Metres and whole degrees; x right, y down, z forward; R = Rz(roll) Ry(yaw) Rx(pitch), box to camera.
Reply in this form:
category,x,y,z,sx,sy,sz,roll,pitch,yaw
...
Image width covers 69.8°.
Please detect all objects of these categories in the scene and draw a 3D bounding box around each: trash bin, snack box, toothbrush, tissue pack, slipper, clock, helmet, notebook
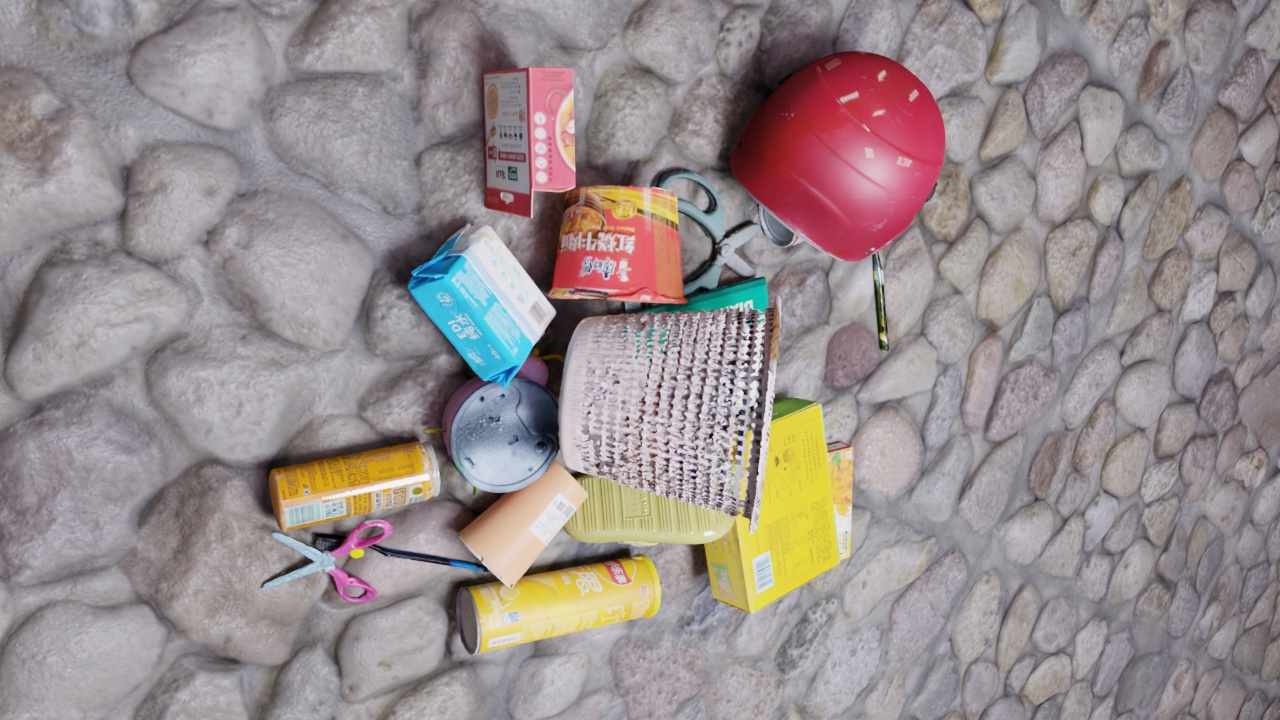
category,x,y,z,sx,sy,sz,roll,pitch,yaw
trash bin,0.029,0.041,0.882,0.192,0.227,0.227,6,102,7
snack box,-0.102,-0.198,0.832,0.044,0.113,0.127,-8,107,-29
toothbrush,0.300,-0.098,1.142,0.012,0.017,0.186,-23,113,-31
snack box,0.233,0.186,1.174,0.077,0.027,0.156,-10,108,-26
tissue pack,-0.147,-0.051,0.857,0.140,0.063,0.089,53,41,-24
snack box,0.148,0.164,1.069,0.157,0.070,0.210,-18,104,-35
slipper,0.007,0.160,0.999,0.190,0.082,0.091,-3,70,2
clock,-0.127,0.056,0.918,0.158,0.060,0.117,-37,117,-14
helmet,0.230,-0.236,0.952,0.207,0.144,0.239,40,64,0
notebook,0.059,0.001,1.020,0.208,0.012,0.150,-17,112,-25
toothbrush,-0.235,0.197,0.920,0.189,0.014,0.016,20,94,-33

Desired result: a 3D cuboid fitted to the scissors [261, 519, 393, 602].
category,x,y,z,sx,sy,sz,roll,pitch,yaw
scissors,-0.293,0.195,0.874,0.133,0.017,0.135,-23,129,-6

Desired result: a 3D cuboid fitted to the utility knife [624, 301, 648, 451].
category,x,y,z,sx,sy,sz,roll,pitch,yaw
utility knife,-0.006,0.006,1.002,0.030,0.022,0.213,-13,105,-30

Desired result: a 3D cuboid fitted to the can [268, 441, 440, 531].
category,x,y,z,sx,sy,sz,roll,pitch,yaw
can,-0.265,0.115,0.855,0.145,0.058,0.058,-9,107,-27

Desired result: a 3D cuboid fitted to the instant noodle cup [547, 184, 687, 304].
category,x,y,z,sx,sy,sz,roll,pitch,yaw
instant noodle cup,-0.020,-0.111,0.898,0.137,0.138,0.108,0,94,-30

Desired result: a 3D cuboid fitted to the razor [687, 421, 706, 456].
category,x,y,z,sx,sy,sz,roll,pitch,yaw
razor,0.036,0.126,1.050,0.142,0.022,0.042,-50,119,-9

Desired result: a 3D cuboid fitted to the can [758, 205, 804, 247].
category,x,y,z,sx,sy,sz,roll,pitch,yaw
can,0.190,-0.171,1.031,0.093,0.066,0.066,-22,113,-23

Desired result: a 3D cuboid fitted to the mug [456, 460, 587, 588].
category,x,y,z,sx,sy,sz,roll,pitch,yaw
mug,-0.116,0.161,0.938,0.122,0.078,0.078,-45,120,-11

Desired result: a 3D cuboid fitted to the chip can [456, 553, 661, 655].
category,x,y,z,sx,sy,sz,roll,pitch,yaw
chip can,-0.085,0.261,0.987,0.213,0.072,0.072,-5,105,-29

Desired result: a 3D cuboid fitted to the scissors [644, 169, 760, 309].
category,x,y,z,sx,sy,sz,roll,pitch,yaw
scissors,0.054,-0.128,0.995,0.170,0.019,0.179,-37,117,-15
